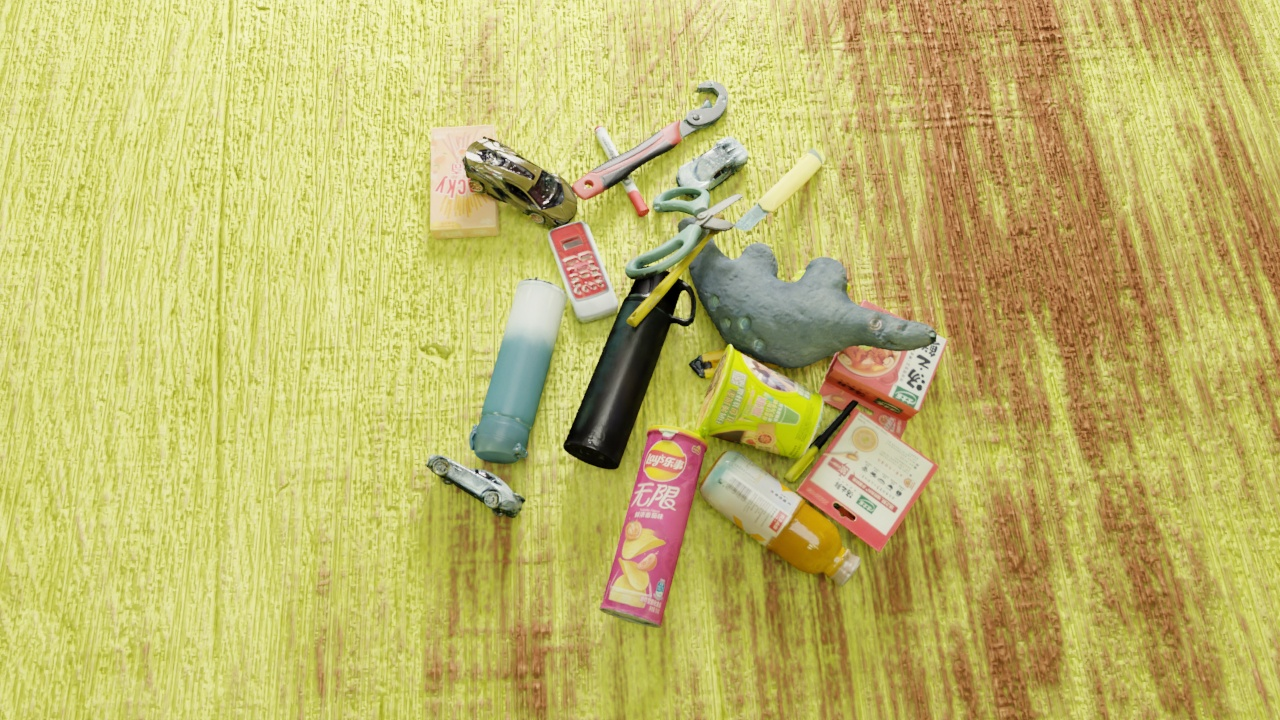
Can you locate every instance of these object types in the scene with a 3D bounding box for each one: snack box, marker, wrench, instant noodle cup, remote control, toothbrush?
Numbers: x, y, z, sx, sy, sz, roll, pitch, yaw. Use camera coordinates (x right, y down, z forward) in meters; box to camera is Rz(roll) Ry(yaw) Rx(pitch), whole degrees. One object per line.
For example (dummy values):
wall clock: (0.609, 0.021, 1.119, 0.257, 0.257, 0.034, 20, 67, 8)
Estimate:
snack box: (0.287, 0.010, 1.089, 0.113, 0.044, 0.127, 26, 70, 4)
marker: (0.211, 0.093, 1.062, 0.015, 0.018, 0.124, 41, 85, 15)
marker: (-0.026, -0.251, 1.209, 0.017, 0.017, 0.145, -24, 71, -10)
snack box: (-0.229, -0.234, 1.195, 0.084, 0.026, 0.157, -4, 68, -2)
snack box: (0.254, 0.139, 1.041, 0.113, 0.044, 0.127, 37, 71, 12)
wrench: (0.019, -0.289, 1.212, 0.272, 0.016, 0.056, -40, 76, -21)
instant noodle cup: (0.138, 0.055, 1.046, 0.123, 0.112, 0.111, 21, 69, 0)
remote control: (-0.073, -0.112, 1.152, 0.056, 0.020, 0.136, -18, 69, -8)
toothbrush: (0.045, -0.110, 1.088, 0.016, 0.017, 0.189, 25, 62, 33)

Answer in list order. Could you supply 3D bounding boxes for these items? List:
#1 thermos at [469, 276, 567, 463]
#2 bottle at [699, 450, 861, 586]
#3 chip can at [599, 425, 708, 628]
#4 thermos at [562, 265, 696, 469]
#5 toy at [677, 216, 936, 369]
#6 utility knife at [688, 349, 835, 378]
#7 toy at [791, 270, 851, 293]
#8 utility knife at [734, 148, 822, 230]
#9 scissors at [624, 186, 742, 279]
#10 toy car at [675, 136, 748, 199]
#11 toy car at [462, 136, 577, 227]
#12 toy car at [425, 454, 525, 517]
thermos: (-0.143, 0.013, 1.078, 0.070, 0.070, 0.220, 12, 69, 4)
bottle: (0.155, 0.176, 1.013, 0.189, 0.068, 0.068, 36, 72, 13)
chip can: (0.016, 0.181, 1.009, 0.071, 0.071, 0.210, 14, 69, 5)
thermos: (-0.006, 0.006, 1.075, 0.090, 0.068, 0.242, 12, 68, 24)
toy: (0.164, -0.064, 1.079, 0.357, 0.091, 0.137, 26, 78, 29)
utility knife: (0.166, -0.008, 1.114, 0.216, 0.015, 0.033, -9, 71, -5)
toy: (0.214, -0.071, 1.131, 0.097, 0.031, 0.100, -8, 63, 7)
utility knife: (0.180, -0.218, 1.170, 0.031, 0.021, 0.203, 39, 50, 10)
scissors: (0.037, -0.160, 1.122, 0.169, 0.019, 0.171, -39, 35, -13)
toy car: (0.094, -0.254, 1.204, 0.105, 0.031, 0.049, -38, 72, -13)
toy car: (-0.151, -0.227, 1.170, 0.158, 0.042, 0.070, 27, 62, -11)
toy car: (-0.186, 0.139, 1.033, 0.121, 0.054, 0.036, 26, 73, 11)
